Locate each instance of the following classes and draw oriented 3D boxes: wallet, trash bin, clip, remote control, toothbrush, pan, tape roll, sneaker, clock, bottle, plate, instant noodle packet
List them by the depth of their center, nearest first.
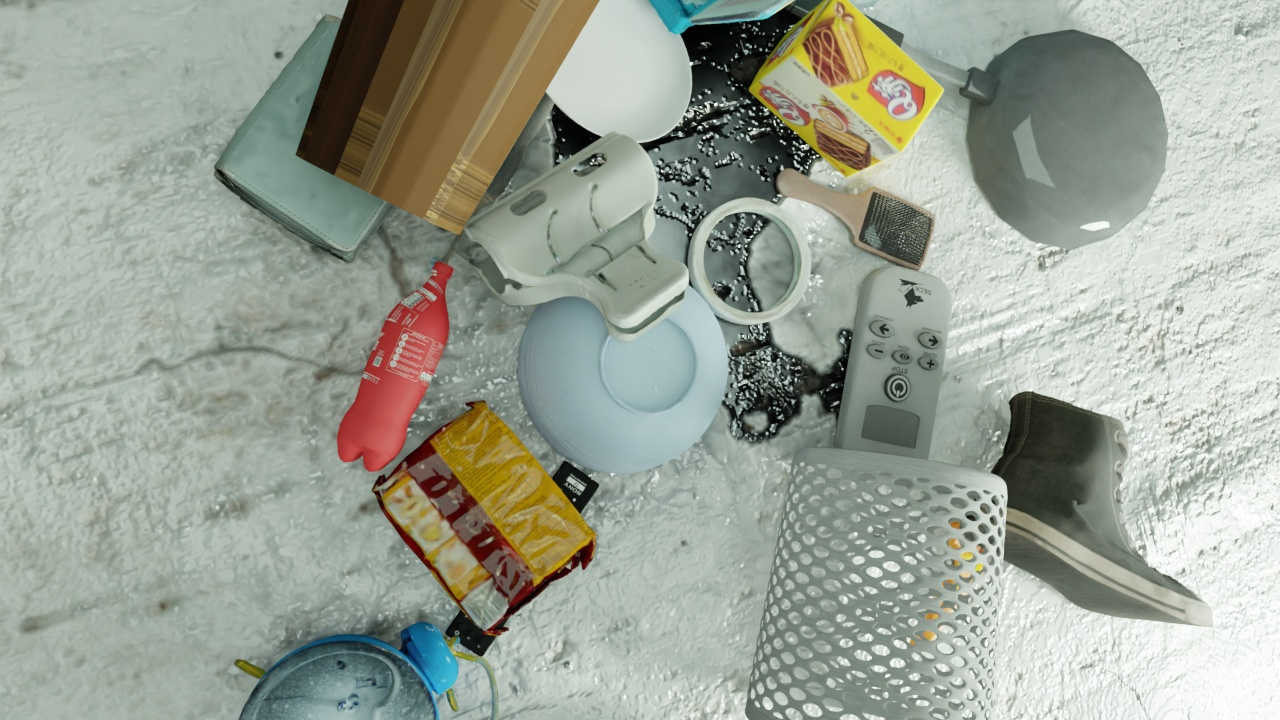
[{"bbox_3d":[-0.037,-0.083,0.574,0.126,0.152,0.105,-36,137,-19],"label":"clip"},{"bbox_3d":[-0.168,0.227,0.574,0.161,0.060,0.116,-1,87,-17],"label":"clock"},{"bbox_3d":[-0.193,-0.140,0.585,0.100,0.054,0.131,37,79,-22],"label":"wallet"},{"bbox_3d":[-0.154,0.002,0.594,0.042,0.042,0.141,23,82,-13],"label":"bottle"},{"bbox_3d":[-0.101,0.104,0.600,0.098,0.040,0.135,-39,87,-10],"label":"instant noodle packet"},{"bbox_3d":[0.162,0.159,0.618,0.156,0.157,0.183,12,82,-14],"label":"trash bin"},{"bbox_3d":[-0.079,0.134,0.626,0.030,0.009,0.140,37,79,-11],"label":"remote control"},{"bbox_3d":[-0.094,-0.136,0.628,0.024,0.022,0.185,27,83,8],"label":"toothbrush"},{"bbox_3d":[-0.023,-0.212,0.638,0.134,0.011,0.134,9,72,-29],"label":"plate"},{"bbox_3d":[0.080,-0.073,0.675,0.093,0.013,0.093,1,88,-14],"label":"tape roll"},{"bbox_3d":[0.196,0.005,0.700,0.074,0.019,0.151,12,85,-14],"label":"remote control"},{"bbox_3d":[0.357,0.124,0.706,0.234,0.095,0.119,30,72,-12],"label":"sneaker"},{"bbox_3d":[0.270,-0.212,0.716,0.357,0.041,0.178,21,83,-13],"label":"pan"}]

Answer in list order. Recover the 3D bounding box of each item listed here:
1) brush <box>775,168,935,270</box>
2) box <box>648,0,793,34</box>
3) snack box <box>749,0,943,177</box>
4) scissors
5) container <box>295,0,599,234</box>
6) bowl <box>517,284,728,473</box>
[{"bbox_3d":[0.165,-0.114,0.698,0.135,0.015,0.050,21,82,-13],"label":"brush"},{"bbox_3d":[0.111,-0.313,0.657,0.227,0.084,0.171,-38,64,-15],"label":"box"},{"bbox_3d":[0.145,-0.195,0.661,0.105,0.084,0.061,38,80,-11],"label":"snack box"},{"bbox_3d":[0.248,0.175,0.712,0.065,0.013,0.128,37,79,-11],"label":"scissors"},{"bbox_3d":[-0.112,-0.169,0.521,0.132,0.132,0.167,26,94,-13],"label":"container"},{"bbox_3d":[-0.004,0.004,0.618,0.150,0.075,0.150,0,88,-15],"label":"bowl"}]
